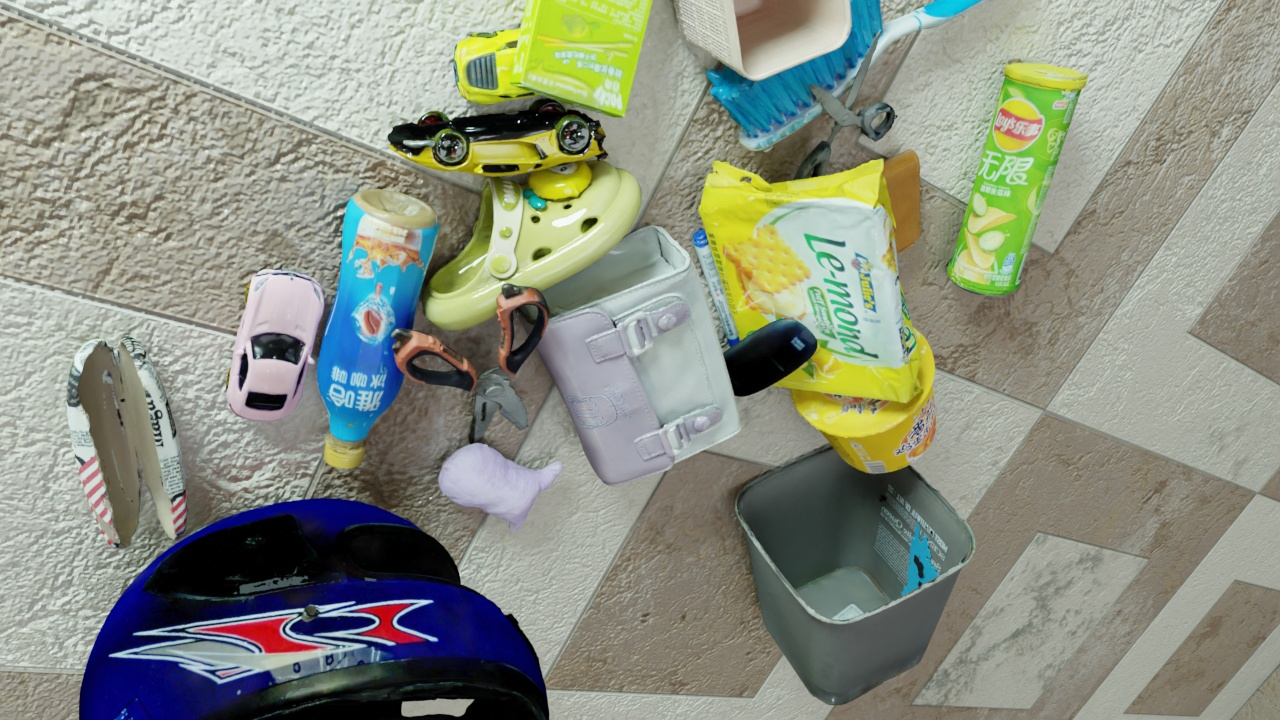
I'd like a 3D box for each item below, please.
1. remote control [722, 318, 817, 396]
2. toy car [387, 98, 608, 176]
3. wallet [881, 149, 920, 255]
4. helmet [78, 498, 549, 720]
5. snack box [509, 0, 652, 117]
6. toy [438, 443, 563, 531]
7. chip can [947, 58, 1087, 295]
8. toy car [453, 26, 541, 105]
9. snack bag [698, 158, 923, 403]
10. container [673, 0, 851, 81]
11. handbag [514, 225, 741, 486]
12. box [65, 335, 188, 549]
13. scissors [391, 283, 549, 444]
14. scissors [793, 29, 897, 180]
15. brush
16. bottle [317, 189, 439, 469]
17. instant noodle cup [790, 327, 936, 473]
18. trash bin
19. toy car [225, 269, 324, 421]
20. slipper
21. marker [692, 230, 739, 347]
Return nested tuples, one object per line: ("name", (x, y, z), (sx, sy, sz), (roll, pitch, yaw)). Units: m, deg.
("remote control", (0.106, 0.003, 0.835), (0.053, 0.137, 0.024), (39, 53, -10))
("toy car", (-0.100, -0.156, 0.650), (0.155, 0.071, 0.041), (-10, 119, -20))
("wallet", (0.205, -0.124, 0.856), (0.131, 0.031, 0.108), (-28, 130, -13))
("helmet", (-0.242, 0.223, 0.698), (0.315, 0.240, 0.248), (-12, 128, -11))
("snack box", (-0.032, -0.255, 0.628), (0.085, 0.026, 0.156), (8, 101, -32))
("toy", (-0.129, 0.109, 0.821), (0.108, 0.039, 0.084), (30, 103, -35))
("chip can", (0.357, -0.170, 0.882), (0.072, 0.072, 0.222), (-8, 122, -24))
("toy car", (-0.080, -0.210, 0.651), (0.105, 0.032, 0.048), (-16, 125, -21))
("snack bag", (0.153, -0.067, 0.797), (0.068, 0.158, 0.247), (-58, 140, -35))
("container", (0.078, -0.265, 0.648), (0.090, 0.111, 0.090), (-25, 128, -12))
("handbag", (-0.005, 0.005, 0.790), (0.145, 0.098, 0.197), (-25, 128, -5))
("box", (-0.352, 0.058, 0.656), (0.081, 0.074, 0.164), (-4, 120, -14))
("scissors", (-0.122, 0.010, 0.718), (0.190, 0.015, 0.221), (-38, 150, 25))
("scissors", (0.171, -0.200, 0.757), (0.159, 0.014, 0.182), (-25, 156, -35))
("brush", (0.194, -0.275, 0.746), (0.314, 0.060, 0.109), (-39, 135, -4))
("bottle", (-0.204, -0.016, 0.687), (0.065, 0.065, 0.219), (5, 118, -30))
("instant noodle cup", (0.232, 0.040, 0.916), (0.138, 0.138, 0.110), (-39, 138, -1))
("trash bin", (0.227, 0.239, 1.005), (0.198, 0.199, 0.220), (-22, 134, -14))
("toy car", (-0.270, -0.008, 0.675), (0.056, 0.037, 0.122), (7, 115, -33))
("slipper", (-0.089, -0.097, 0.683), (0.190, 0.091, 0.081), (-33, 127, -1))
("marker", (0.074, -0.057, 0.839), (0.017, 0.017, 0.146), (-30, 129, -8))
